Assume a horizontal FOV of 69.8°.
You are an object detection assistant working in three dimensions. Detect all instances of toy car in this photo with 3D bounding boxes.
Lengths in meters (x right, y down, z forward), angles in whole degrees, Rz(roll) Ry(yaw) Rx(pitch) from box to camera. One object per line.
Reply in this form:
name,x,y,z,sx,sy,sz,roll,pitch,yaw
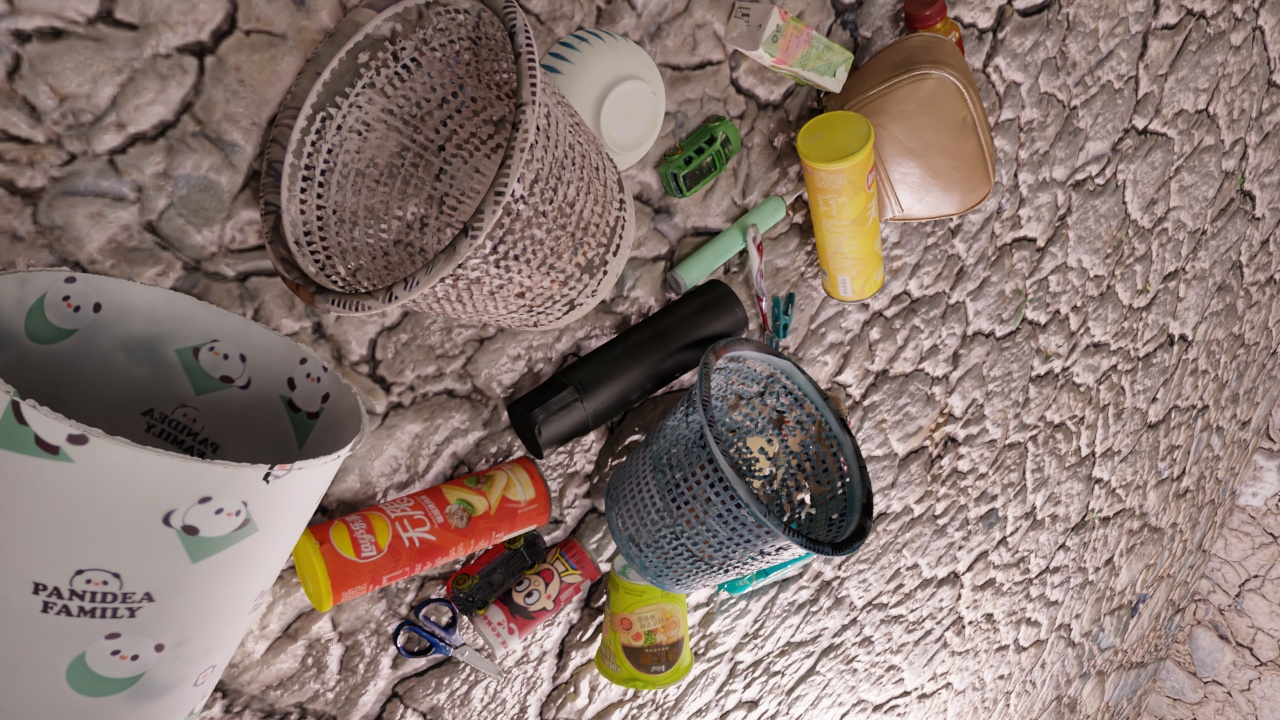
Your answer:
toy car,0.058,-0.186,0.843,0.091,0.036,0.043,-44,132,-17
toy car,-0.139,0.203,0.893,0.106,0.031,0.049,-36,132,-17

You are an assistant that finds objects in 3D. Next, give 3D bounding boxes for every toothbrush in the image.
toothbrush,0.115,-0.138,0.921,0.224,0.026,0.027,-38,131,-18
toothbrush,0.128,-0.070,0.953,0.016,0.017,0.188,-37,141,-17

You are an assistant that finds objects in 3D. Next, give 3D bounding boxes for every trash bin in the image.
trash bin,-0.326,0.107,0.568,0.229,0.229,0.252,15,107,-43
trash bin,-0.111,-0.115,0.637,0.227,0.227,0.192,-60,147,3
trash bin,0.077,0.122,0.891,0.226,0.226,0.196,12,140,-42

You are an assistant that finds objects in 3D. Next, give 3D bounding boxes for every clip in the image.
clip,0.156,-0.048,1.012,0.039,0.014,0.056,-14,120,-32

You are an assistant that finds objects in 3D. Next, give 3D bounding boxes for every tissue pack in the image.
tissue pack,0.159,0.240,1.115,0.133,0.050,0.093,-16,160,-32

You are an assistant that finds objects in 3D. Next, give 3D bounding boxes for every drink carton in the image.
drink carton,0.137,-0.287,0.839,0.122,0.053,0.045,8,107,-42

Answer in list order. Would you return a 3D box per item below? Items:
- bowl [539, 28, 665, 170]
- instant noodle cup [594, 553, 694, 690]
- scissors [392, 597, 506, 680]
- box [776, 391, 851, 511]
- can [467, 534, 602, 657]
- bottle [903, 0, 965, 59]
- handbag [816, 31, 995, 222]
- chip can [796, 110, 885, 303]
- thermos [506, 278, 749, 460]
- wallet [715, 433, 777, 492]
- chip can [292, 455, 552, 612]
bowl,-0.025,-0.204,0.743,0.116,0.066,0.117,-18,123,-31
instant noodle cup,0.005,0.277,1.007,0.111,0.112,0.123,-12,112,-34
scissors,-0.190,0.298,0.919,0.107,0.012,0.175,-28,129,-27
box,0.198,0.114,1.099,0.088,0.076,0.163,-11,123,-15
can,-0.106,0.236,0.923,0.132,0.053,0.053,-36,131,-19
bottle,0.317,-0.305,0.972,0.057,0.057,0.175,-44,133,-12
handbag,0.276,-0.232,0.937,0.148,0.099,0.204,-15,139,23
chip can,0.208,-0.148,0.932,0.072,0.072,0.213,-42,143,-14
thermos,-0.005,0.005,0.858,0.242,0.090,0.068,-32,87,-23
wallet,0.104,0.124,1.055,0.115,0.024,0.087,6,110,-42
chip can,-0.184,0.146,0.798,0.216,0.073,0.073,-15,122,-32
